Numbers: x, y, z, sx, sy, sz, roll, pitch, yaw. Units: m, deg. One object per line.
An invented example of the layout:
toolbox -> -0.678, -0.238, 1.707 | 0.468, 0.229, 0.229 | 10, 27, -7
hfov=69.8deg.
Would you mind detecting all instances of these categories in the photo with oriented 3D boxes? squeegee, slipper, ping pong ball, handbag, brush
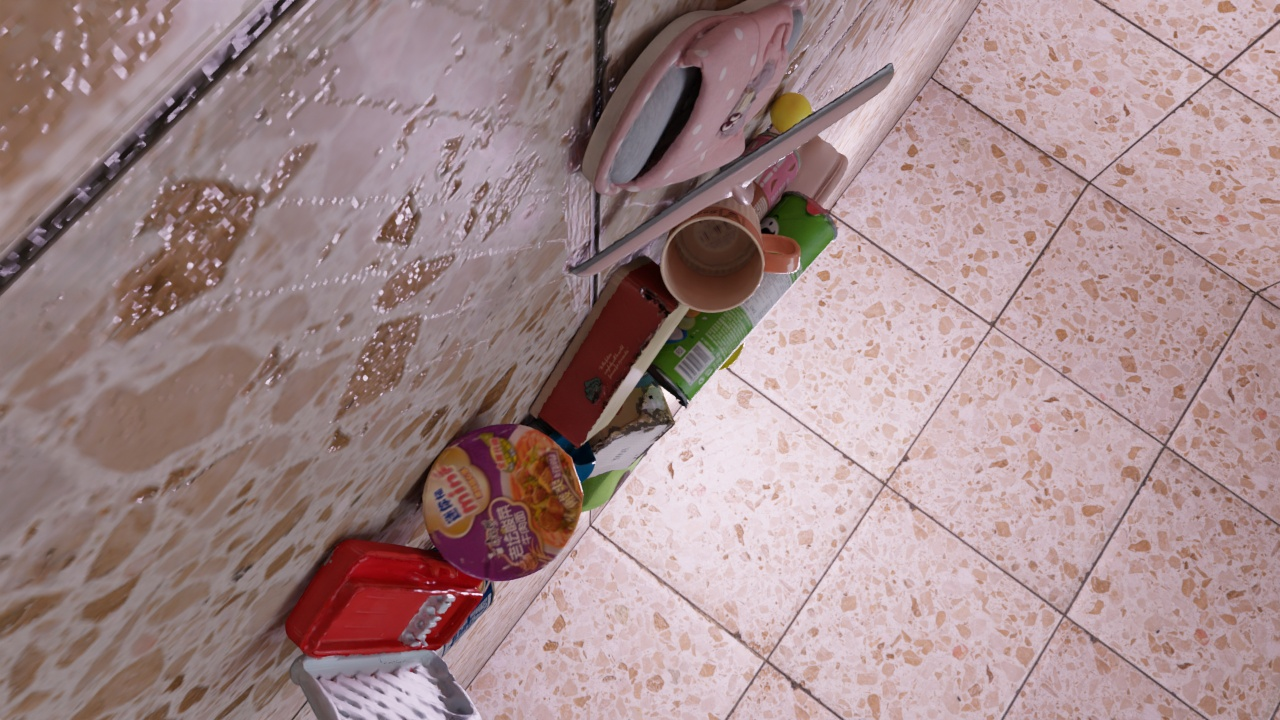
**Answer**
squeegee -> 0.075, -0.143, 0.721 | 0.248, 0.040, 0.249 | -32, -169, 13
slipper -> 0.050, -0.164, 0.557 | 0.273, 0.054, 0.114 | -46, 171, -51
ping pong ball -> 0.146, -0.240, 0.892 | 0.040, 0.040, 0.040 | -52, 173, -9
handbag -> 0.137, -0.171, 1.076 | 0.193, 0.093, 0.234 | -53, -179, 3
brush -> -0.078, 0.089, 0.882 | 0.055, 0.073, 0.143 | -57, 172, 5

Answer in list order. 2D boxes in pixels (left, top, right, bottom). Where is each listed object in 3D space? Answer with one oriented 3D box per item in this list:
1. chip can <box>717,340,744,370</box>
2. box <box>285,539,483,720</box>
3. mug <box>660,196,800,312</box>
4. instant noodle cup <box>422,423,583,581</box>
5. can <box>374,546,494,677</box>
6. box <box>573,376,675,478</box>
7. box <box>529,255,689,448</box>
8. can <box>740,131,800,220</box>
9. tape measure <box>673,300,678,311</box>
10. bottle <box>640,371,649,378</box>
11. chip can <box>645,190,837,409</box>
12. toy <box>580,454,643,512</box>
chip can -> 0.089, -0.050, 1.065 | 0.071, 0.071, 0.210 | -56, -178, 18
box -> -0.153, 0.201, 0.633 | 0.118, 0.098, 0.201 | -57, 160, -6
mug -> 0.079, -0.097, 0.787 | 0.105, 0.114, 0.082 | -74, 167, -65
instant noodle cup -> -0.105, 0.108, 0.692 | 0.111, 0.111, 0.099 | -52, -179, -15
can -> -0.186, 0.218, 0.791 | 0.075, 0.075, 0.110 | -57, 172, 30
box -> -0.034, 0.080, 1.001 | 0.089, 0.060, 0.185 | -12, 163, -27
box -> -0.018, -0.003, 0.822 | 0.169, 0.076, 0.091 | -56, 172, 24
can -> 0.095, -0.155, 0.898 | 0.147, 0.058, 0.058 | -51, 173, -20
tape measure -> 0.034, -0.066, 1.039 | 0.065, 0.033, 0.066 | -49, 171, -50
bottle -> -0.006, 0.006, 1.022 | 0.059, 0.060, 0.206 | -52, 174, -15
chip can -> 0.096, -0.062, 0.906 | 0.235, 0.072, 0.072 | -48, 172, -11
toy -> -0.054, 0.129, 1.197 | 0.246, 0.090, 0.228 | -45, 178, -33
